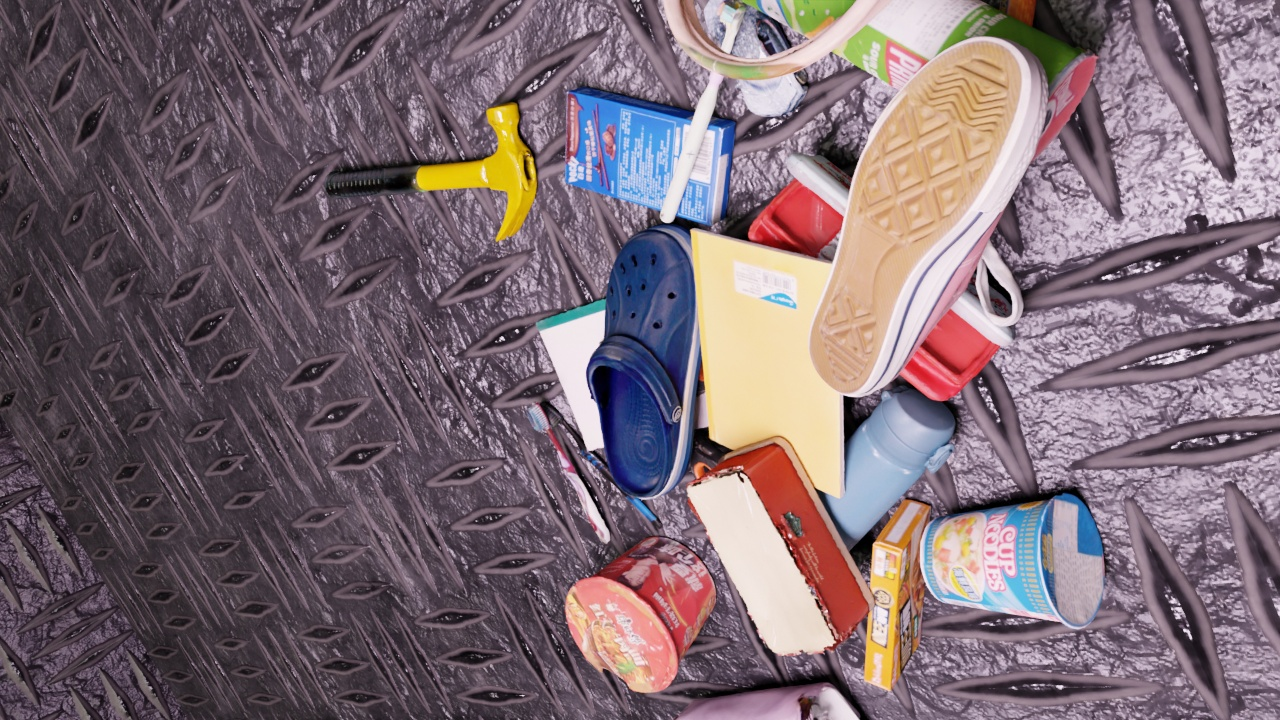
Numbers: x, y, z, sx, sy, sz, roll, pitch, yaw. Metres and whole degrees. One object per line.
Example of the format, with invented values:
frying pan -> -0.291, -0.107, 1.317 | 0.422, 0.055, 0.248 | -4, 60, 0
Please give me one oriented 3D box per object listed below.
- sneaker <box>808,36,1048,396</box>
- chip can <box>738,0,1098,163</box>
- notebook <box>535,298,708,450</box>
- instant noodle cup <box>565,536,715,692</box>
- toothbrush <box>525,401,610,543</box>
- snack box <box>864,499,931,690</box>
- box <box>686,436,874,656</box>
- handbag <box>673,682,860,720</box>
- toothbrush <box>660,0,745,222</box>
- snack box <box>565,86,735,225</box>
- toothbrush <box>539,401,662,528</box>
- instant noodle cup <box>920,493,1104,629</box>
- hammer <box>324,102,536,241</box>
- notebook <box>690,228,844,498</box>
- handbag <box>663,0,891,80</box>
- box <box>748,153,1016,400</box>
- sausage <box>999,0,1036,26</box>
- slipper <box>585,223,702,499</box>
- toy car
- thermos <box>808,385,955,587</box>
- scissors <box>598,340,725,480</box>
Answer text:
sneaker -> 0.182, -0.081, 0.564 | 0.118, 0.087, 0.242 | 48, 138, 35
chip can -> 0.167, -0.216, 0.590 | 0.236, 0.072, 0.072 | 40, 132, 25
notebook -> -0.004, 0.007, 0.903 | 0.210, 0.012, 0.150 | -15, 102, 41
instant noodle cup -> 0.007, 0.257, 0.964 | 0.138, 0.108, 0.138 | 18, 124, 30
toothbrush -> -0.078, 0.127, 1.009 | 0.016, 0.017, 0.187 | -8, 115, 44
snack box -> 0.222, 0.202, 0.791 | 0.026, 0.075, 0.154 | 14, 121, 32
box -> 0.109, 0.160, 0.763 | 0.092, 0.077, 0.168 | -28, 91, 50
handbag -> 0.145, 0.409, 0.948 | 0.198, 0.098, 0.145 | -29, 96, 44
toothbrush -> 0.044, -0.187, 0.717 | 0.029, 0.020, 0.190 | -113, 30, -41
snack box -> 0.005, -0.177, 0.787 | 0.157, 0.026, 0.085 | 22, 125, 27
toothbrush -> -0.045, 0.114, 0.992 | 0.189, 0.016, 0.014 | 45, 137, 8
instant noodle cup -> 0.283, 0.156, 0.713 | 0.110, 0.099, 0.099 | -15, 104, 49
hammer -> -0.225, -0.189, 0.955 | 0.301, 0.032, 0.129 | 5, 115, 36
notebook -> 0.103, 0.002, 0.741 | 0.146, 0.010, 0.206 | 22, 131, 42
handbag -> 0.098, -0.285, 0.559 | 0.193, 0.093, 0.234 | 29, 104, 25
box -> 0.176, -0.068, 0.661 | 0.201, 0.100, 0.095 | 43, 90, 12
sausage -> 0.240, -0.217, 0.587 | 0.021, 0.021, 0.165 | 17, 122, 30
slipper -> -0.005, 0.005, 0.816 | 0.105, 0.095, 0.253 | 15, 109, 37
toy car -> 0.086, -0.232, 0.692 | 0.049, 0.031, 0.105 | -23, 100, 45
thermos -> 0.183, 0.111, 0.779 | 0.070, 0.070, 0.221 | 41, 132, 13
scissors -> 0.046, 0.054, 0.869 | 0.234, 0.021, 0.221 | -36, 83, 42
